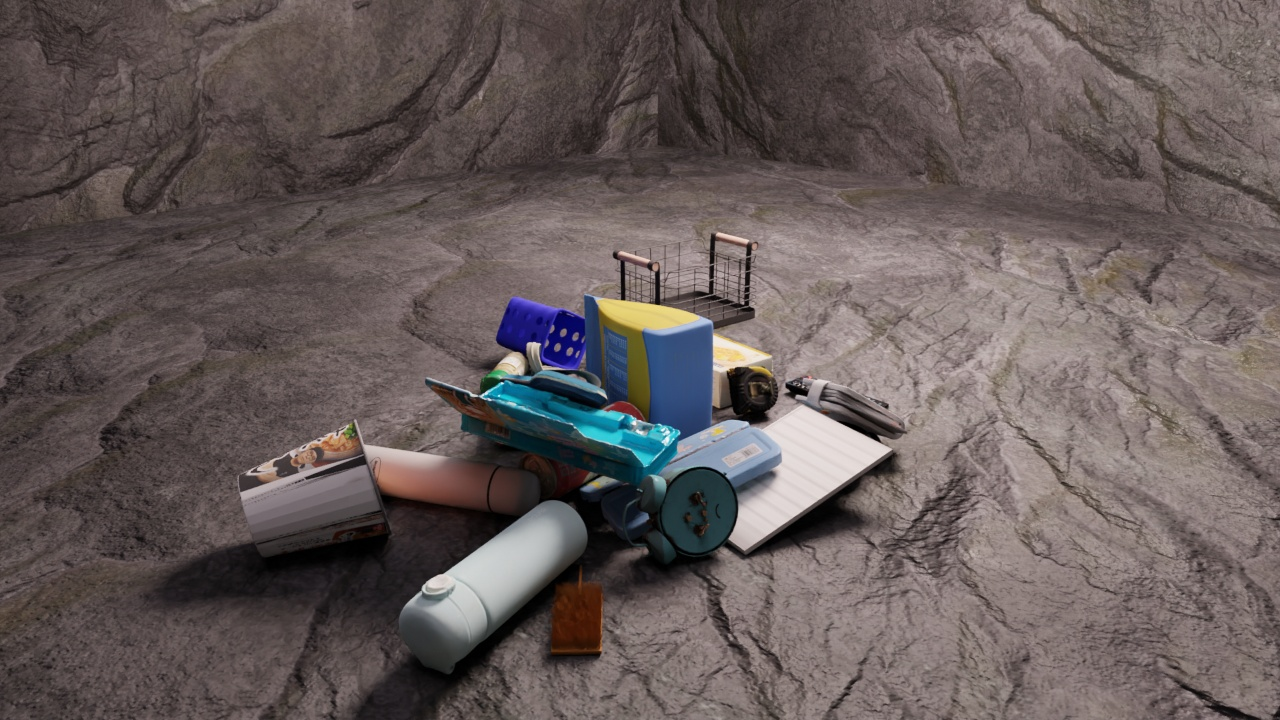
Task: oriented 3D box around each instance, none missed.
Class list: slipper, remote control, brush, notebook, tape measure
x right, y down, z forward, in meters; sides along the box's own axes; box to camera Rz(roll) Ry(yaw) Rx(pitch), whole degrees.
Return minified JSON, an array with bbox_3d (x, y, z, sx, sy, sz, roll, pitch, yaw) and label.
[{"bbox_3d":[-0.100,0.024,1.139,0.118,0.060,0.295,25,-10,-13],"label":"slipper"},{"bbox_3d":[0.267,0.052,1.258,0.047,0.022,0.150,-15,24,-33],"label":"remote control"},{"bbox_3d":[-0.056,0.218,0.827,0.048,0.017,0.126,-1,21,-1],"label":"brush"},{"bbox_3d":[0.149,0.123,1.007,0.209,0.009,0.143,-29,32,-23],"label":"notebook"},{"bbox_3d":[0.152,0.041,1.222,0.062,0.067,0.038,-1,-11,-24],"label":"tape measure"}]

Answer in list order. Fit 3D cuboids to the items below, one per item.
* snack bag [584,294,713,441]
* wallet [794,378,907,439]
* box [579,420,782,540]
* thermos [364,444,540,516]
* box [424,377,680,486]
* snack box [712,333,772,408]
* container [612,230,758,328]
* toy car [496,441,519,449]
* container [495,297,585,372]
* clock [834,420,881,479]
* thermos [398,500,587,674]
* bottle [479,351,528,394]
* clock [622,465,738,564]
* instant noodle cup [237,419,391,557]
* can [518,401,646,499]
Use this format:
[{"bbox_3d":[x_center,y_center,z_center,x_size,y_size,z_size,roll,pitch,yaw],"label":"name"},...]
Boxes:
[{"bbox_3d":[-0.007,0.007,1.186,0.102,0.159,0.205,-16,25,-38],"label":"snack bag"},{"bbox_3d":[0.263,0.062,1.119,0.118,0.037,0.115,27,-6,-28],"label":"wallet"},{"bbox_3d":[0.042,0.119,1.010,0.208,0.034,0.127,-23,26,-19],"label":"box"},{"bbox_3d":[-0.218,0.132,1.007,0.224,0.052,0.052,6,22,17],"label":"thermos"},{"bbox_3d":[-0.092,0.073,0.953,0.227,0.071,0.181,15,4,21],"label":"box"},{"bbox_3d":[0.085,0.001,1.341,0.104,0.057,0.208,-16,26,-35],"label":"snack box"},{"bbox_3d":[0.080,-0.138,1.606,0.240,0.130,0.163,-16,26,-35],"label":"container"},{"bbox_3d":[-0.158,0.084,1.141,0.112,0.047,0.047,17,26,40],"label":"toy car"},{"bbox_3d":[-0.148,-0.041,1.393,0.114,0.085,0.084,18,-5,42],"label":"container"},{"bbox_3d":[0.233,0.104,1.087,0.091,0.043,0.120,18,27,40],"label":"clock"},{"bbox_3d":[-0.126,0.194,0.814,0.065,0.078,0.206,10,21,27],"label":"thermos"},{"bbox_3d":[-0.193,0.022,1.313,0.043,0.043,0.110,3,20,9],"label":"bottle"},{"bbox_3d":[0.037,0.151,0.908,0.124,0.090,0.053,-9,4,-24],"label":"clock"},{"bbox_3d":[-0.329,0.137,0.923,0.121,0.124,0.123,-17,25,-17],"label":"instant noodle cup"},{"bbox_3d":[-0.063,0.102,1.062,0.067,0.067,0.169,15,25,34],"label":"can"}]
